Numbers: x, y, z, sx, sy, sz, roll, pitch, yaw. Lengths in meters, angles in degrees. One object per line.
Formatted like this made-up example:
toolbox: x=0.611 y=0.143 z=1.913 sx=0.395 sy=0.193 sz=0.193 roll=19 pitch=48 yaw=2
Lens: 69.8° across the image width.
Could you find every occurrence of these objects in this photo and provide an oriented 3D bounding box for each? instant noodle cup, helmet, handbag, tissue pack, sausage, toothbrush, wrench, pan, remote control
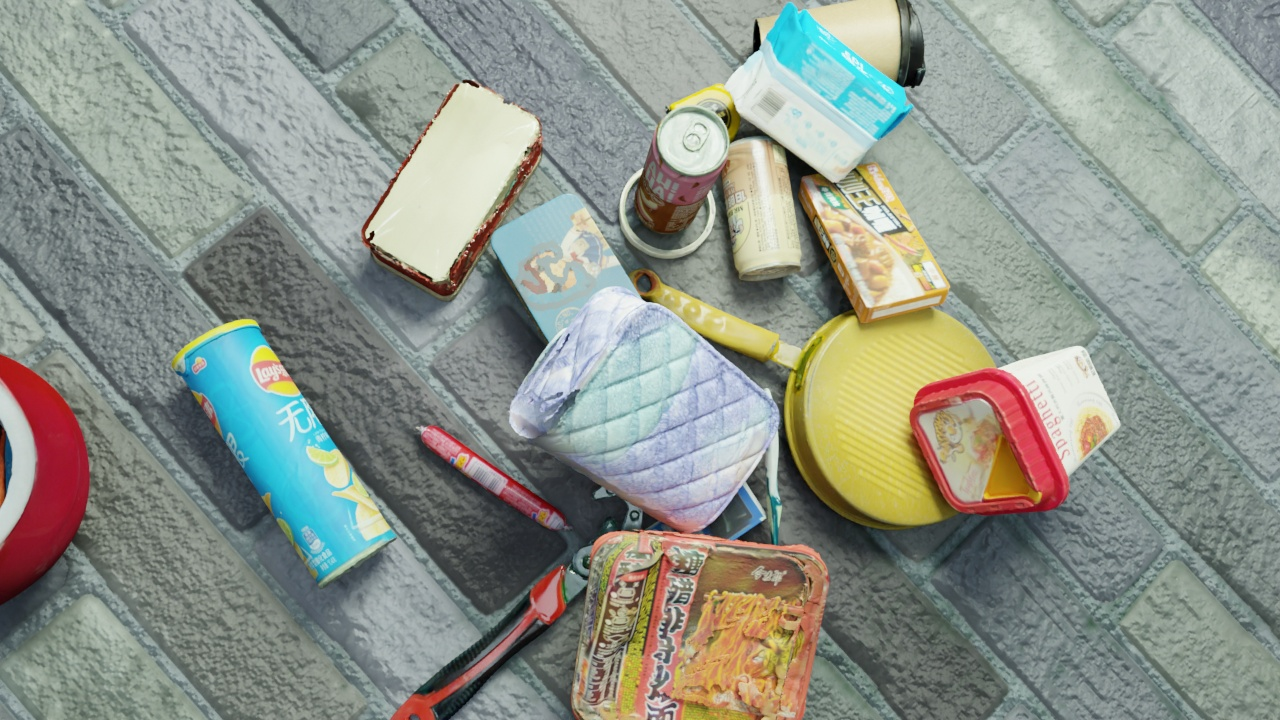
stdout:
instant noodle cup: x=0.044 y=0.206 z=0.718 sx=0.188 sy=0.079 sz=0.164 roll=8 pitch=102 yaw=-8
helmet: x=-0.511 y=0.093 z=0.660 sx=0.240 sy=0.144 sz=0.207 roll=-12 pitch=82 yaw=6
handbag: x=0.009 y=0.041 z=0.695 sx=0.194 sy=0.075 sz=0.134 roll=39 pitch=85 yaw=-38
tissue pack: x=0.151 y=-0.224 z=0.776 sx=0.140 sy=0.090 sz=0.063 roll=32 pitch=36 yaw=-16
sausage: x=-0.122 y=0.099 z=0.763 sx=0.156 sy=0.020 sz=0.020 roll=35 pitch=79 yaw=-1
toothbrush: x=0.114 y=0.116 z=0.764 sx=0.018 sy=0.016 sz=0.192 roll=-8 pitch=101 yaw=-18
wrench: x=-0.096 y=0.207 z=0.741 sx=0.056 sy=0.016 sz=0.273 roll=44 pitch=85 yaw=7
pan: x=0.150 y=0.010 z=0.795 sx=0.357 sy=0.078 sz=0.197 roll=30 pitch=77 yaw=-8
remote control: x=0.044 y=0.144 z=0.772 sx=0.125 sy=0.024 sz=0.049 roll=-32 pitch=86 yaw=-9
instant noodle cup: x=0.303 y=0.050 z=0.733 sx=0.124 sy=0.117 sz=0.116 roll=-25 pitch=89 yaw=-26

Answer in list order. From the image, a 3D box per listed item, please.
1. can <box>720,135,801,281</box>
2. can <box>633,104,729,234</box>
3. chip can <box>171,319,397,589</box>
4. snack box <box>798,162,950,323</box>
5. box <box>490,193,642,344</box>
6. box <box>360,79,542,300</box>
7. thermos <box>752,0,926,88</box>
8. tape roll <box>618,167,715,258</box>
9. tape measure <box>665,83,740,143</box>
can: x=0.105 y=-0.132 z=0.803 sx=0.058 sy=0.058 sz=0.116 roll=-7 pitch=82 yaw=-8
can: x=0.030 y=-0.149 z=0.736 sx=0.058 sy=0.147 sz=0.058 roll=1 pitch=81 yaw=-6
chip can: x=-0.279 y=0.073 z=0.722 sx=0.071 sy=0.071 sz=0.210 roll=-34 pitch=87 yaw=-10
snack box: x=0.199 y=-0.105 z=0.796 sx=0.075 sy=0.026 sz=0.153 roll=-14 pitch=57 yaw=-7
box: x=-0.047 y=-0.042 z=0.764 sx=0.089 sy=0.060 sz=0.184 roll=-32 pitch=79 yaw=-8
box: x=-0.153 y=-0.143 z=0.766 sx=0.091 sy=0.076 sz=0.168 roll=30 pitch=80 yaw=0
thermos: x=0.175 y=-0.279 z=0.821 sx=0.143 sy=0.093 sz=0.093 roll=-5 pitch=82 yaw=0
tape roll: x=0.024 y=-0.133 z=0.816 sx=0.085 sy=0.014 sz=0.085 roll=1 pitch=81 yaw=-7
tape measure: x=0.060 y=-0.214 z=0.825 sx=0.060 sy=0.029 sz=0.057 roll=-28 pitch=85 yaw=-10
